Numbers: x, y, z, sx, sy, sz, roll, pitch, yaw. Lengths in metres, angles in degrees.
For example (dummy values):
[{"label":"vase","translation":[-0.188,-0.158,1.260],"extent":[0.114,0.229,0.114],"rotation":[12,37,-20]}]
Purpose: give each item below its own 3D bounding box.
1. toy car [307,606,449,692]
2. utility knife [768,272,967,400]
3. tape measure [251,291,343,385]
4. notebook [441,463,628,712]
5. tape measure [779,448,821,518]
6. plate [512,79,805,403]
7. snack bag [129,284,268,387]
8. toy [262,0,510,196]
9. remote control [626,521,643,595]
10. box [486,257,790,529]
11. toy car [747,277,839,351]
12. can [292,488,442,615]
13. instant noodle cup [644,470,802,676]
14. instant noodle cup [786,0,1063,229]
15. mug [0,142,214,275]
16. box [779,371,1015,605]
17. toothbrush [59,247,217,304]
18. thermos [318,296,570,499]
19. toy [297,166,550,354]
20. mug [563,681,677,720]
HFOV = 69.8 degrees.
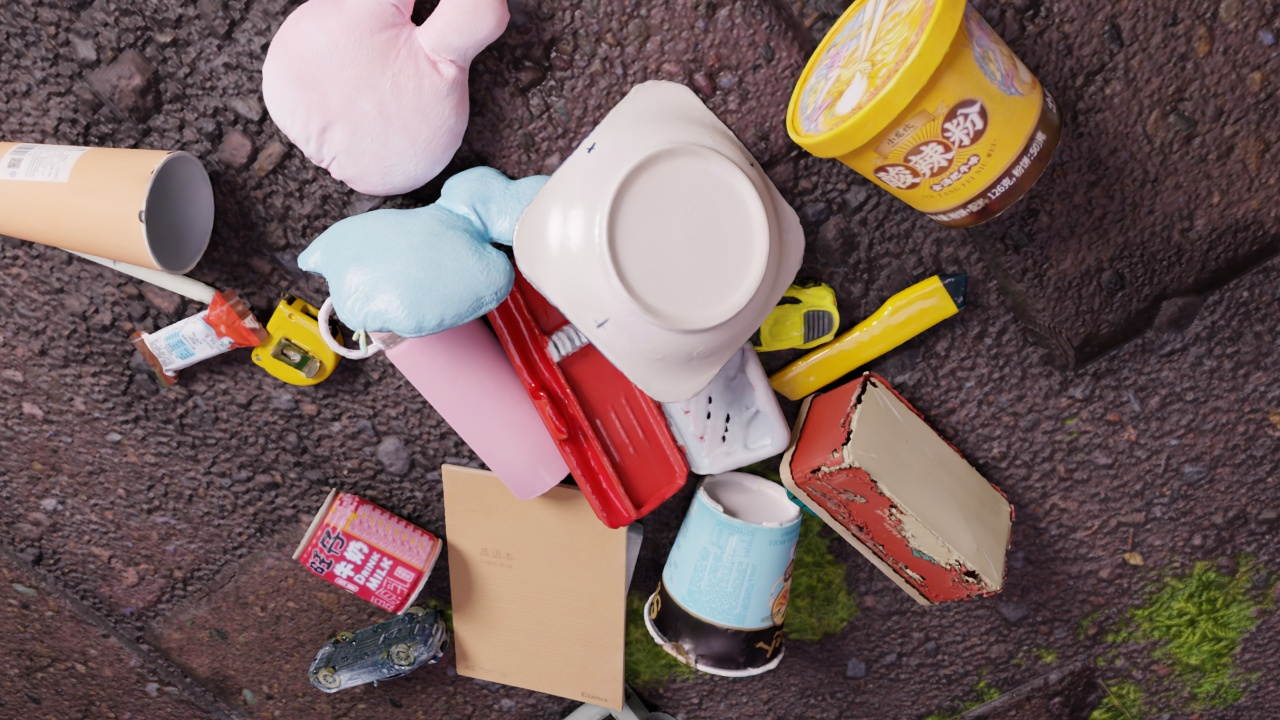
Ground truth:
[{"label":"toy car","translation":[-0.218,0.244,0.764],"extent":[0.121,0.054,0.037],"rotation":[-18,113,11]},{"label":"utility knife","translation":[0.158,-0.017,0.638],"extent":[0.154,0.015,0.033],"rotation":[-31,106,17]},{"label":"tape measure","translation":[-0.242,-0.009,0.649],"extent":[0.057,0.028,0.060],"rotation":[33,114,-14]},{"label":"notebook","translation":[-0.083,0.185,0.735],"extent":[0.149,0.012,0.212],"rotation":[8,116,12]},{"label":"tape measure","translation":[0.125,0.092,0.672],"extent":[0.054,0.058,0.025],"rotation":[35,113,-19]},{"label":"plate","translation":[0.023,-0.072,0.558],"extent":[0.164,0.034,0.163],"rotation":[44,75,-18]},{"label":"snack bag","translation":[-0.312,-0.015,0.644],"extent":[0.104,0.026,0.048],"rotation":[-21,111,27]},{"label":"toy","translation":[-0.149,-0.176,0.546],"extent":[0.121,0.054,0.160],"rotation":[35,114,-22]},{"label":"remote control","translation":[-0.037,0.182,0.745],"extent":[0.056,0.019,0.135],"rotation":[11,117,-3]},{"label":"box","translation":[-0.003,0.001,0.620],"extent":[0.160,0.065,0.201],"rotation":[-26,104,2]},{"label":"toy car","translation":[0.083,-0.027,0.627],"extent":[0.105,0.032,0.048],"rotation":[-4,117,6]},{"label":"can","translation":[-0.210,0.146,0.706],"extent":[0.094,0.066,0.067],"rotation":[31,114,-13]},{"label":"instant noodle cup","translation":[0.068,0.152,0.684],"extent":[0.111,0.111,0.121],"rotation":[11,111,-4]},{"label":"instant noodle cup","translation":[0.164,-0.144,0.522],"extent":[0.114,0.118,0.119],"rotation":[31,114,-22]},{"label":"mug","translation":[-0.349,-0.102,0.583],"extent":[0.123,0.078,0.078],"rotation":[9,117,2]},{"label":"box","translation":[0.188,0.091,0.638],"extent":[0.168,0.091,0.078],"rotation":[40,141,-17]},{"label":"toothbrush","translation":[-0.384,-0.075,0.627],"extent":[0.189,0.029,0.020],"rotation":[20,75,-10]},{"label":"thermos","translation":[-0.129,0.013,0.629],"extent":[0.087,0.067,0.198],"rotation":[-46,113,-16]},{"label":"toy","translation":[-0.118,-0.065,0.555],"extent":[0.161,0.155,0.050],"rotation":[13,144,6]},{"label":"mug","translation":[-0.018,0.356,0.809],"extent":[0.104,0.083,0.124],"rotation":[-42,82,21]}]
